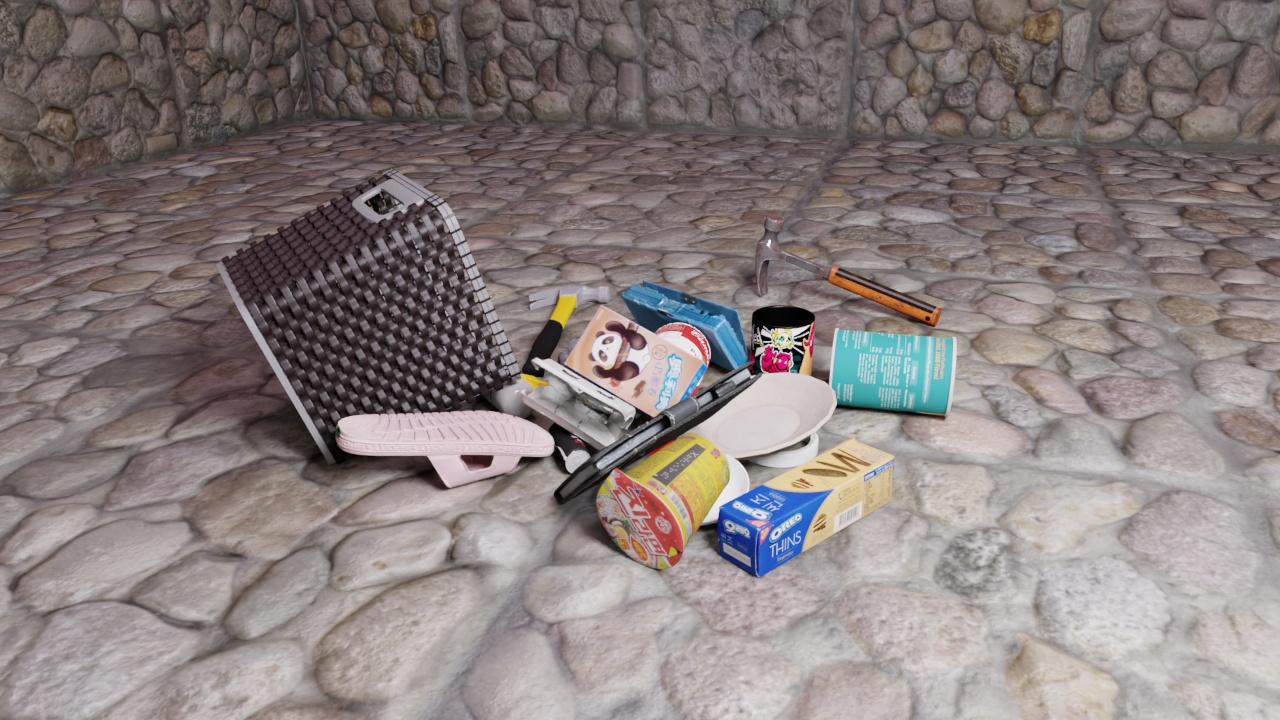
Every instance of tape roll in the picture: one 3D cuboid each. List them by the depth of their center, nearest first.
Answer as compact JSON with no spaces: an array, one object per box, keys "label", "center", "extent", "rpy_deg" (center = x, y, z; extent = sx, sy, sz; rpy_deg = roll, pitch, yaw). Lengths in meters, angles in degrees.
[{"label":"tape roll","center":[0.160,0.095,1.073],"extent":[0.094,0.018,0.093],"rpy_deg":[-2,24,1]}]

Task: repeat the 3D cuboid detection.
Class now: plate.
[{"label":"plate","center":[0.061,0.137,0.956],"extent":[0.104,0.026,0.104],"rpy_deg":[-6,38,5]},{"label":"plate","center":[0.133,0.070,1.060],"extent":[0.189,0.027,0.188],"rpy_deg":[-14,23,6]}]

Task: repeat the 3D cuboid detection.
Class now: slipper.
[{"label":"slipper","center":[-0.218,0.100,1.027],"extent":[0.239,0.064,0.094],"rpy_deg":[3,17,-23]}]

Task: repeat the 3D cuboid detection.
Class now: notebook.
[{"label":"notebook","center":[0.017,0.077,0.950],"extent":[0.208,0.029,0.170],"rpy_deg":[-31,-8,-26]}]

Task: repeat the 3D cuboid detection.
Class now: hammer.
[{"label":"hammer","center":[-0.132,-0.051,1.417],"extent":[0.127,0.029,0.322],"rpy_deg":[1,25,7]},{"label":"hammer","center":[0.326,-0.118,1.479],"extent":[0.314,0.138,0.034],"rpy_deg":[26,34,23]}]

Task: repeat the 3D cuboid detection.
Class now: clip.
[{"label":"clip","center":[-0.072,0.062,1.068],"extent":[0.126,0.152,0.099],"rpy_deg":[32,76,15]}]

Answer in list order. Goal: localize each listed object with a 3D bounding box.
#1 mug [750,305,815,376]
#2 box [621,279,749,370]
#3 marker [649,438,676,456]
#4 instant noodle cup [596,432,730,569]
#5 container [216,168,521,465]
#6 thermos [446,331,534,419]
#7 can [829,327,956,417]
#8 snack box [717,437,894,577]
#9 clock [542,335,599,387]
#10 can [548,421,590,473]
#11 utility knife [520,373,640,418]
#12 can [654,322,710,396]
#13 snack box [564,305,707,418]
[{"label":"mug","center":[0.186,-0.021,1.237],"extent":[0.082,0.098,0.118],"rpy_deg":[-4,24,-6]},{"label":"box","center":[0.068,-0.055,1.311],"extent":[0.054,0.093,0.232],"rpy_deg":[-45,34,-15]},{"label":"marker","center":[0.047,0.083,1.104],"extent":[0.024,0.021,0.144],"rpy_deg":[-9,19,26]},{"label":"instant noodle cup","center":[0.030,0.128,0.886],"extent":[0.100,0.100,0.112],"rpy_deg":[16,36,33]},{"label":"container","center":[-0.333,-0.055,1.116],"extent":[0.243,0.246,0.247],"rpy_deg":[-30,33,-18]},{"label":"thermos","center":[-0.202,0.018,1.227],"extent":[0.052,0.052,0.224],"rpy_deg":[-14,27,-27]},{"label":"can","center":[0.313,0.014,1.147],"extent":[0.144,0.099,0.099],"rpy_deg":[5,25,15]},{"label":"snack box","center":[0.169,0.142,0.916],"extent":[0.206,0.057,0.056],"rpy_deg":[-19,28,-35]},{"label":"clock","center":[-0.062,-0.002,1.261],"extent":[0.147,0.056,0.104],"rpy_deg":[-5,24,-14]},{"label":"can","center":[-0.082,0.099,1.059],"extent":[0.031,0.031,0.080],"rpy_deg":[-9,25,-17]},{"label":"utility knife","center":[-0.091,0.048,1.205],"extent":[0.217,0.019,0.030],"rpy_deg":[18,39,31]},{"label":"can","center":[0.040,0.008,1.181],"extent":[0.087,0.087,0.116],"rpy_deg":[4,18,11]},{"label":"snack box","center":[-0.007,0.006,1.098],"extent":[0.151,0.087,0.034],"rpy_deg":[30,-6,19]}]
